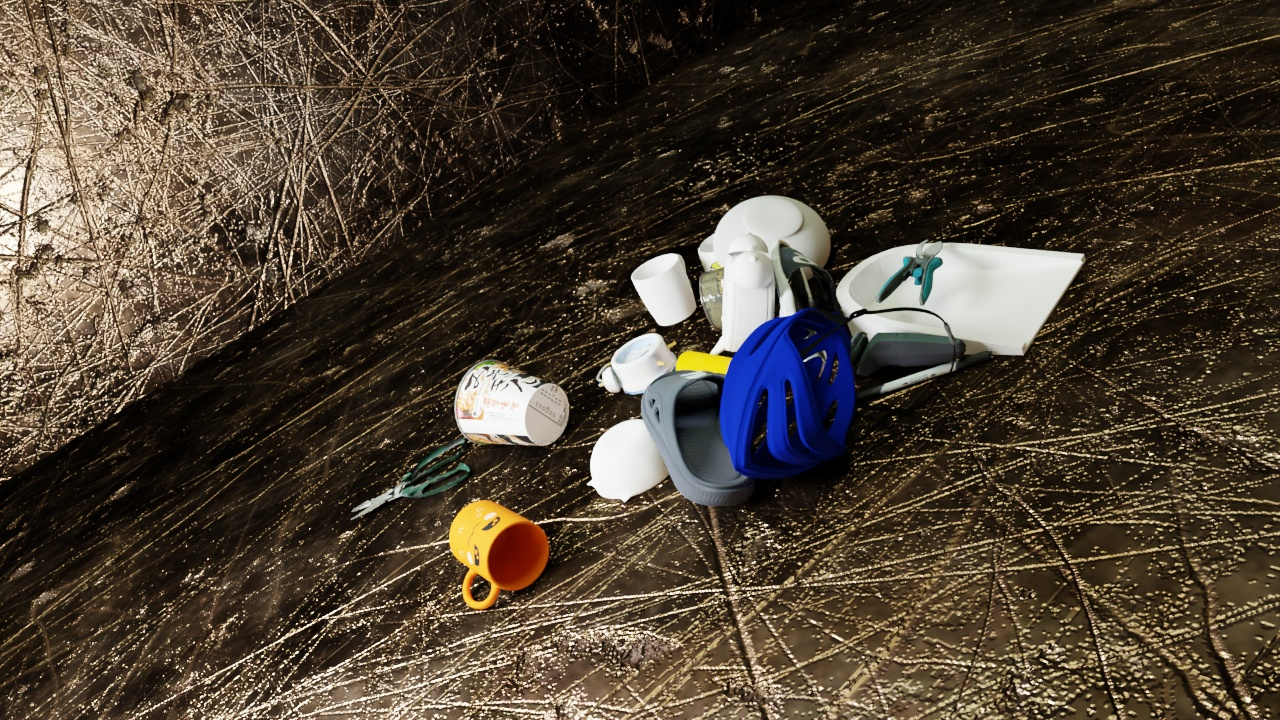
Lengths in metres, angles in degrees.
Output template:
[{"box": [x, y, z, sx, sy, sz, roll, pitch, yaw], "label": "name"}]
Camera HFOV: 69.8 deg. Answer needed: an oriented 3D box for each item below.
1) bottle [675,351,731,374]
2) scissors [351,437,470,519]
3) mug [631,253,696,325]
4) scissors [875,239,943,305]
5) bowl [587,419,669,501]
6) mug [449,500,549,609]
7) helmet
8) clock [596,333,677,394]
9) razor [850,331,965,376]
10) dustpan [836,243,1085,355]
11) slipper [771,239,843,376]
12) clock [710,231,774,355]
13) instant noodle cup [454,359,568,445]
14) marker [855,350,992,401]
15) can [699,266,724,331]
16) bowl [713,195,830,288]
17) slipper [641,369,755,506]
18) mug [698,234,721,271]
[{"box": [0.105, 0.016, 1.180, 0.043, 0.043, 0.144, -39, 27, -25], "label": "bottle"}, {"box": [-0.338, 0.172, 1.355, 0.210, 0.015, 0.137, -21, 28, 10], "label": "scissors"}, {"box": [0.047, -0.119, 1.454, 0.081, 0.088, 0.114, -8, 31, 37], "label": "mug"}, {"box": [0.334, -0.105, 1.115, 0.126, 0.019, 0.154, -18, 31, -2], "label": "scissors"}, {"box": [-0.013, 0.110, 1.105, 0.115, 0.050, 0.114, -22, 25, 11], "label": "bowl"}, {"box": [-0.166, 0.222, 1.027, 0.096, 0.077, 0.112, 11, 75, 54], "label": "mug"}, {"box": [0.197, 0.025, 0.935, 0.228, 0.148, 0.240, -14, 27, 38], "label": "helmet"}, {"box": [-0.008, 0.008, 1.308, 0.126, 0.052, 0.088, -16, 27, 31], "label": "clock"}, {"box": [0.294, -0.009, 1.032, 0.143, 0.052, 0.047, 0, 26, 40], "label": "razor"}, {"box": [0.364, -0.085, 1.105, 0.258, 0.053, 0.191, 2, 37, 47], "label": "dustpan"}, {"box": [0.219, -0.079, 1.176, 0.063, 0.111, 0.263, -27, 25, 22], "label": "slipper"}, {"box": [0.131, -0.076, 1.190, 0.073, 0.161, 0.125, 1, 28, 1], "label": "clock"}, {"box": [-0.174, 0.067, 1.290, 0.122, 0.124, 0.123, 9, 41, 39], "label": "instant noodle cup"}, {"box": [0.310, 0.017, 1.009, 0.152, 0.011, 0.011, -20, 25, 16], "label": "marker"}, {"box": [0.137, -0.093, 1.309, 0.075, 0.090, 0.089, -15, 27, 26], "label": "can"}, {"box": [0.198, -0.193, 1.377, 0.176, 0.066, 0.176, -2, 51, 3], "label": "bowl"}, {"box": [0.065, 0.061, 1.043, 0.110, 0.083, 0.267, 0, 27, -9], "label": "slipper"}, {"box": [0.155, -0.167, 1.465, 0.116, 0.068, 0.094, -10, 29, 33], "label": "mug"}]
